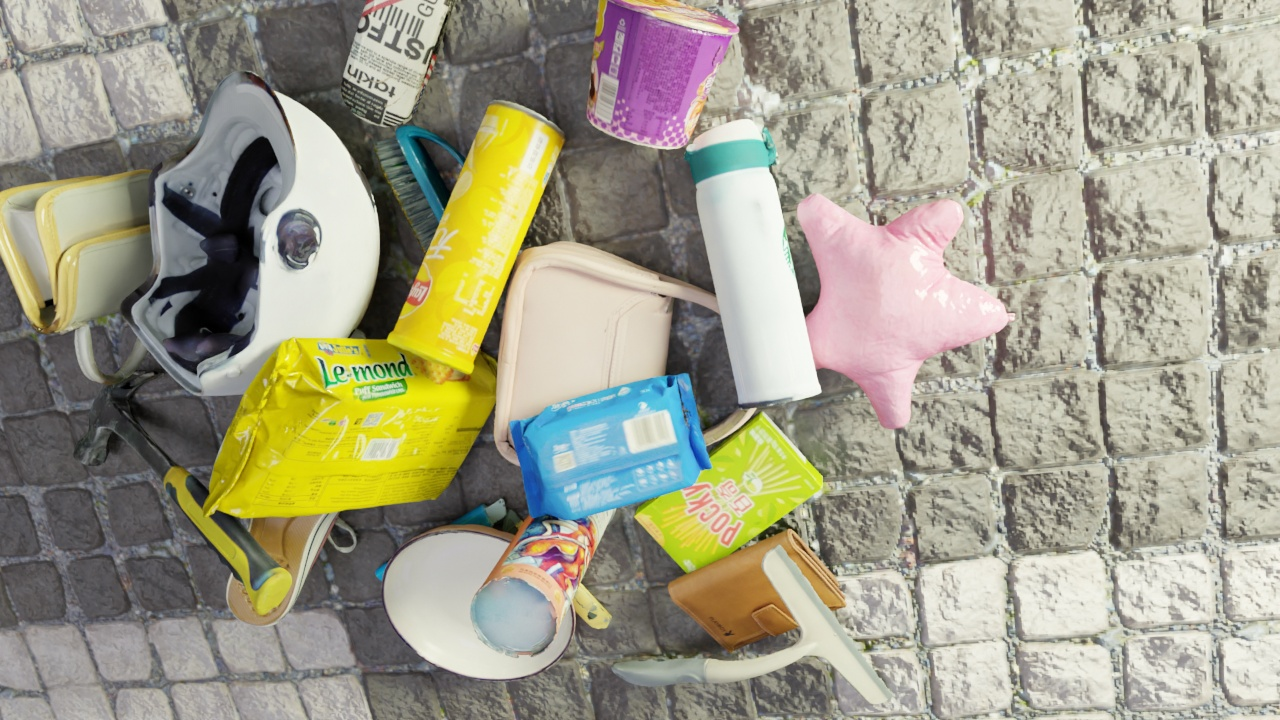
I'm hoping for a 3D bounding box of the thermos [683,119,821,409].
[{"bbox_3d":[0.091,-0.077,0.733,0.073,0.073,0.224,-12,91,14],"label":"thermos"}]

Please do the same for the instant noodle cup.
[{"bbox_3d":[0.010,-0.223,0.707,0.111,0.111,0.099,18,118,5],"label":"instant noodle cup"}]

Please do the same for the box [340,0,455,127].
[{"bbox_3d":[-0.198,-0.272,0.752,0.074,0.064,0.164,30,111,18],"label":"box"}]

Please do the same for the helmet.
[{"bbox_3d":[-0.304,-0.092,0.771,0.229,0.145,0.258,18,92,40],"label":"helmet"}]

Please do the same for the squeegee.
[{"bbox_3d":[0.073,0.283,0.857,0.247,0.039,0.246,-19,125,27],"label":"squeegee"}]

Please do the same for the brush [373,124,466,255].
[{"bbox_3d":[-0.169,-0.137,0.792,0.073,0.055,0.144,-24,100,6],"label":"brush"}]

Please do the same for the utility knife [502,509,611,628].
[{"bbox_3d":[-0.083,0.208,0.903,0.151,0.018,0.031,45,115,-9],"label":"utility knife"}]

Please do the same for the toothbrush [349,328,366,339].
[{"bbox_3d":[-0.354,-0.032,0.879,0.192,0.018,0.016,7,107,9],"label":"toothbrush"}]

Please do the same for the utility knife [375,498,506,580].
[{"bbox_3d":[-0.195,0.182,0.913,0.166,0.018,0.034,-34,97,17],"label":"utility knife"}]

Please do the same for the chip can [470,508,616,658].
[{"bbox_3d":[-0.076,0.162,0.778,0.071,0.214,0.071,3,107,10],"label":"chip can"}]

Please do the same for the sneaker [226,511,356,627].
[{"bbox_3d":[-0.325,0.136,0.891,0.118,0.088,0.241,22,88,-9],"label":"sneaker"}]

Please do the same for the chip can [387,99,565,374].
[{"bbox_3d":[-0.131,-0.099,0.742,0.072,0.072,0.213,21,85,4],"label":"chip can"}]

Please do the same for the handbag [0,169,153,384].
[{"bbox_3d":[-0.467,-0.073,0.813,0.063,0.163,0.179,-5,107,11],"label":"handbag"}]

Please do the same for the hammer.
[{"bbox_3d":[-0.430,0.119,0.863,0.323,0.031,0.126,33,102,28],"label":"hammer"}]

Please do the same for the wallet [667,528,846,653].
[{"bbox_3d":[0.112,0.217,0.846,0.131,0.035,0.119,-30,116,22],"label":"wallet"}]

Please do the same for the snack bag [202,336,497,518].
[{"bbox_3d":[-0.229,0.060,0.777,0.068,0.246,0.158,43,112,27],"label":"snack bag"}]

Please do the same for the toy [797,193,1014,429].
[{"bbox_3d":[0.203,-0.035,0.735,0.179,0.074,0.195,10,113,21],"label":"toy"}]

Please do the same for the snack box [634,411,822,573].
[{"bbox_3d":[0.079,0.125,0.837,0.157,0.026,0.086,-40,95,20],"label":"snack box"}]

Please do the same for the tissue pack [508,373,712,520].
[{"bbox_3d":[-0.025,0.071,0.754,0.157,0.052,0.095,-15,109,-4],"label":"tissue pack"}]

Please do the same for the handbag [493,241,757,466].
[{"bbox_3d":[-0.005,0.005,0.797,0.234,0.093,0.193,7,108,1],"label":"handbag"}]

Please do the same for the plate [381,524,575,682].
[{"bbox_3d":[-0.155,0.232,0.897,0.192,0.039,0.193,4,119,7],"label":"plate"}]
